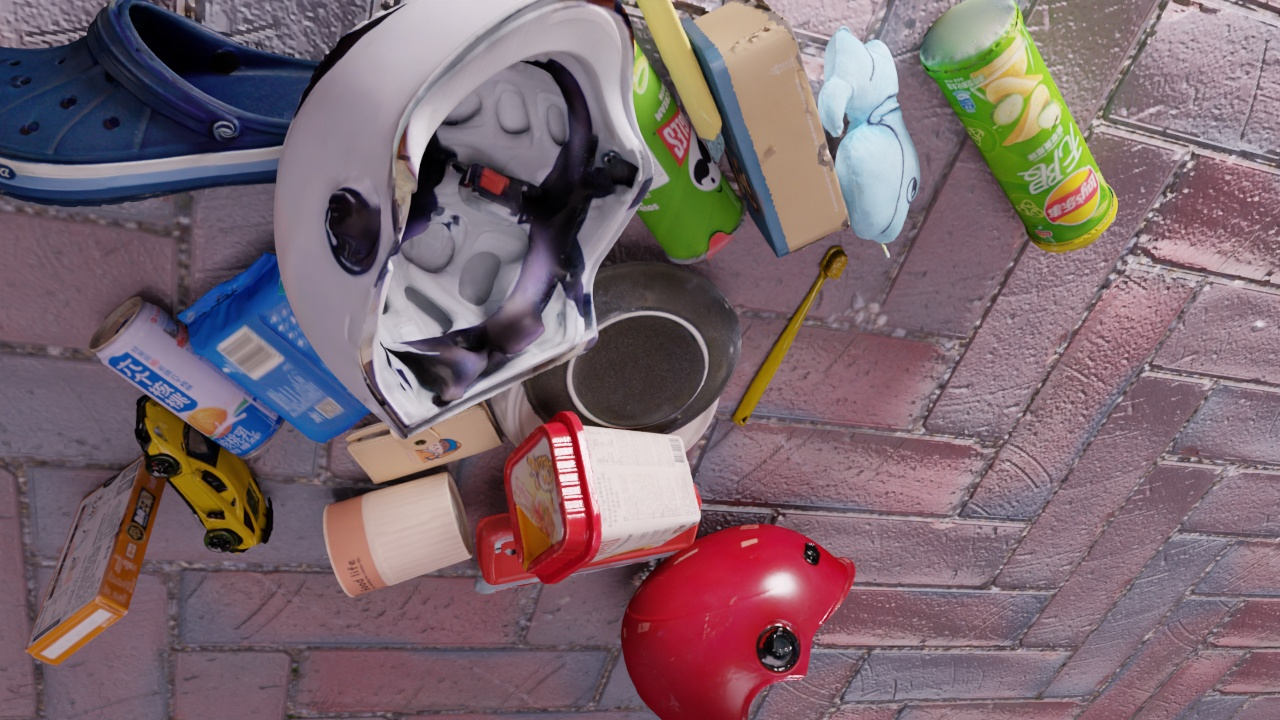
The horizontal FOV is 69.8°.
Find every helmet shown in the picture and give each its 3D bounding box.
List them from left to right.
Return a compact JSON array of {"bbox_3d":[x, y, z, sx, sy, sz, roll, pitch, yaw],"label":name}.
[{"bbox_3d":[-0.112,-0.097,0.523,0.228,0.146,0.259,-34,145,-49],"label":"helmet"},{"bbox_3d":[0.076,0.239,0.880,0.144,0.207,0.240,42,88,-4],"label":"helmet"}]

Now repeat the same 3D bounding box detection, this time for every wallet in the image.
[{"bbox_3d":[-0.178,0.065,0.760,0.115,0.024,0.087,-16,147,-3],"label":"wallet"}]

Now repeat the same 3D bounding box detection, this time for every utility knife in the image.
[{"bbox_3d":[0.018,-0.204,0.592,0.018,0.031,0.167,-31,108,-27],"label":"utility knife"}]

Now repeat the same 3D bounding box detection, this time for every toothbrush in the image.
[{"bbox_3d":[0.129,-0.016,0.802,0.015,0.016,0.190,13,121,-23],"label":"toothbrush"}]

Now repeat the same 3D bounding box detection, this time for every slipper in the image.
[{"bbox_3d":[-0.276,-0.154,0.529,0.252,0.105,0.095,-3,133,-16],"label":"slipper"}]

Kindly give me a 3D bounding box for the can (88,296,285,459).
[{"bbox_3d":[-0.328,0.014,0.673,0.053,0.053,0.134,-33,127,10],"label":"can"}]

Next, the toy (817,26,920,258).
[{"bbox_3d":[0.169,-0.153,0.669,0.161,0.050,0.156,-9,103,-52],"label":"toy"}]

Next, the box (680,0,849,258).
[{"bbox_3d":[0.085,-0.166,0.635,0.062,0.089,0.184,-27,126,5],"label":"box"}]

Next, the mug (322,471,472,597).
[{"bbox_3d":[-0.206,0.154,0.803,0.106,0.081,0.115,-16,155,-5],"label":"mug"}]

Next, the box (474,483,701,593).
[{"bbox_3d":[-0.050,0.171,0.839,0.201,0.058,0.161,-8,147,-16],"label":"box"}]

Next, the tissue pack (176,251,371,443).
[{"bbox_3d":[-0.250,-0.007,0.681,0.095,0.052,0.157,-32,127,11],"label":"tissue pack"}]

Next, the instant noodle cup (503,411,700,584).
[{"bbox_3d":[-0.029,0.107,0.726,0.124,0.116,0.117,1,153,-30],"label":"instant noodle cup"}]

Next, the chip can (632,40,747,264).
[{"bbox_3d":[-0.013,-0.167,0.615,0.072,0.072,0.236,-34,127,10],"label":"chip can"}]

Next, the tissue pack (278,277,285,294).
[{"bbox_3d":[-0.175,-0.078,0.626,0.133,0.050,0.093,11,88,-26],"label":"tissue pack"}]

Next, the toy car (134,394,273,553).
[{"bbox_3d":[-0.337,0.087,0.713,0.041,0.071,0.156,-19,128,0],"label":"toy car"}]

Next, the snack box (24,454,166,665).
[{"bbox_3d":[-0.401,0.143,0.684,0.075,0.153,0.026,-35,126,11],"label":"snack box"}]

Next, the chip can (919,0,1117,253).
[{"bbox_3d":[0.289,-0.175,0.695,0.073,0.072,0.221,-39,126,14],"label":"chip can"}]

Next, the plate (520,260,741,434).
[{"bbox_3d":[-0.004,0.004,0.719,0.179,0.024,0.180,-8,127,-11],"label":"plate"}]

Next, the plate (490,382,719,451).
[{"bbox_3d":[-0.023,0.027,0.774,0.204,0.045,0.205,-7,127,-10],"label":"plate"}]
